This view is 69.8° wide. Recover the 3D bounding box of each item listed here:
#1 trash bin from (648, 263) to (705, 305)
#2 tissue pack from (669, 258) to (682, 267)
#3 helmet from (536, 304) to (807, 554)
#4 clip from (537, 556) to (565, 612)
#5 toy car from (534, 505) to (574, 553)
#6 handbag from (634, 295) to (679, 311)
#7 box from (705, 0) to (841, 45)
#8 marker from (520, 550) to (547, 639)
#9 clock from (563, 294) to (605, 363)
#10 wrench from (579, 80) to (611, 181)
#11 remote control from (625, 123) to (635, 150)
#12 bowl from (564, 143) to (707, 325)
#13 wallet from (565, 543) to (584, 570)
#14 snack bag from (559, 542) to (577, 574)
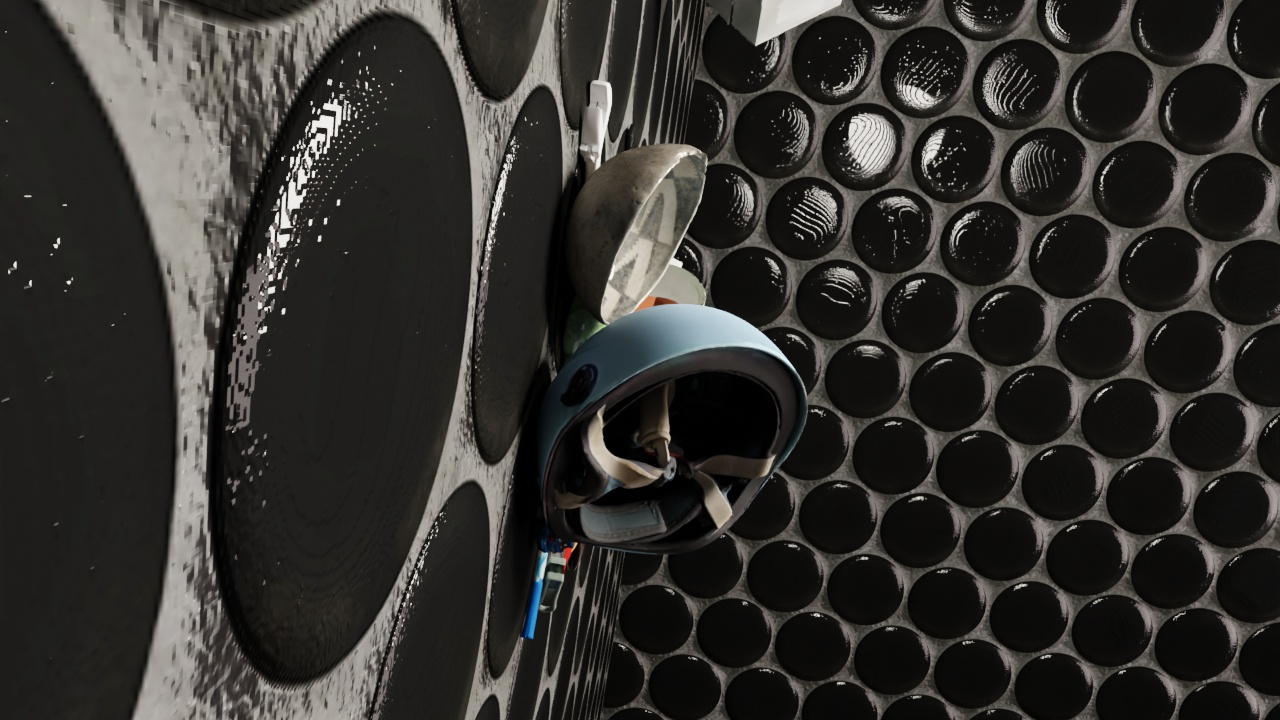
[{"bbox_3d":[0.007,-0.023,1.161,0.133,0.133,0.162,-77,174,-50],"label":"trash bin"},{"bbox_3d":[0.006,-0.074,1.342,0.210,0.066,0.116,124,-18,-70],"label":"tissue pack"},{"bbox_3d":[0.015,0.048,0.823,0.266,0.225,0.166,-49,-140,31],"label":"helmet"},{"bbox_3d":[-0.096,0.241,0.982,0.045,0.023,0.076,-84,-171,-46],"label":"clip"},{"bbox_3d":[-0.077,0.135,0.923,0.056,0.043,0.120,87,9,-61],"label":"toy car"},{"bbox_3d":[-0.007,0.006,1.067,0.060,0.109,0.172,-72,166,-46],"label":"handbag"},{"bbox_3d":[0.102,-0.592,1.292,0.171,0.380,0.168,-61,167,-28],"label":"box"},{"bbox_3d":[-0.104,0.216,0.952,0.013,0.013,0.141,90,9,-69],"label":"marker"},{"bbox_3d":[-0.047,-0.033,0.924,0.119,0.042,0.095,-65,167,-45],"label":"clock"},{"bbox_3d":[-0.049,-0.147,0.905,0.274,0.018,0.066,97,3,-46],"label":"wrench"},{"bbox_3d":[-0.017,-0.249,1.237,0.030,0.009,0.140,-78,175,-46],"label":"remote control"},{"bbox_3d":[-0.018,-0.124,0.833,0.178,0.081,0.179,-55,165,-23],"label":"bowl"},{"bbox_3d":[-0.080,0.211,1.247,0.099,0.031,0.120,-73,174,-52],"label":"wallet"},{"bbox_3d":[-0.073,0.151,1.042,0.130,0.039,0.144,-86,-172,-67],"label":"snack bag"}]
